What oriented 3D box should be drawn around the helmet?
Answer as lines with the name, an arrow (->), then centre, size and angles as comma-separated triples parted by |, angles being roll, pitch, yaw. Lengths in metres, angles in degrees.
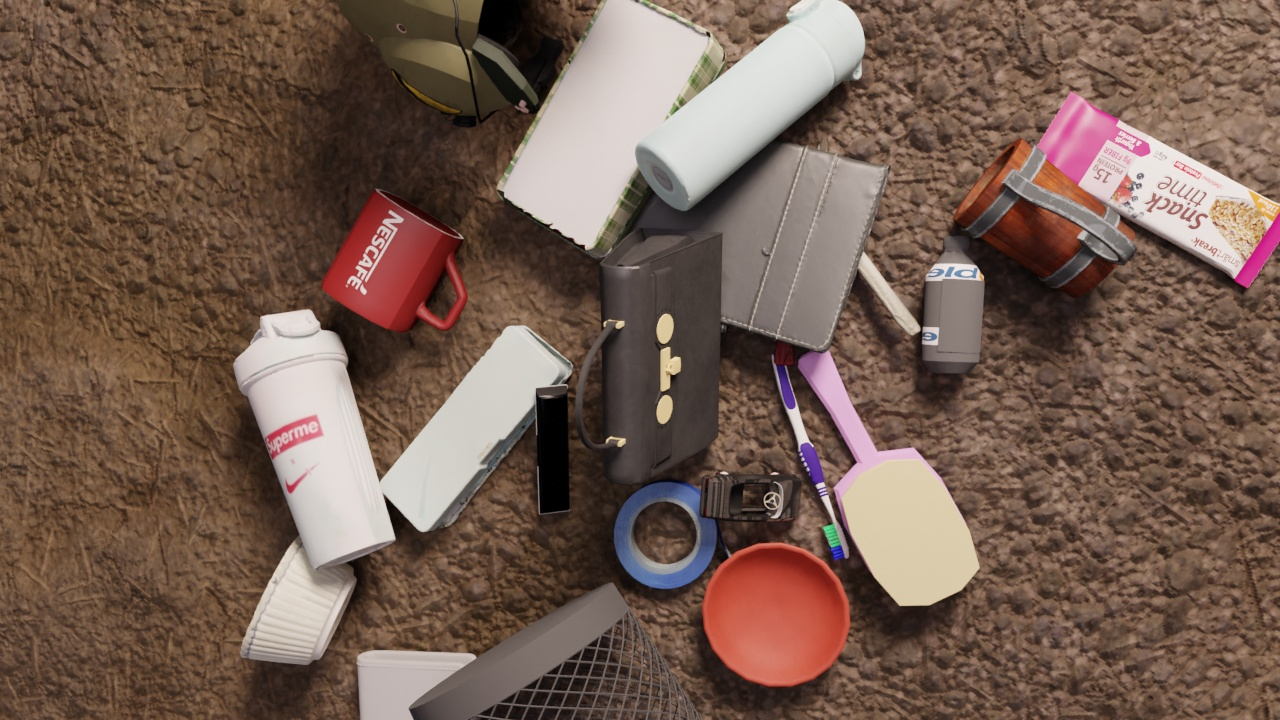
helmet -> -0.122, -0.313, 0.681 | 0.233, 0.255, 0.250 | 31, 95, 4

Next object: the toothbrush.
toothbrush -> 0.143, 0.081, 0.784 | 0.016, 0.015, 0.186 | -19, 88, 3

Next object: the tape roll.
tape roll -> 0.023, 0.152, 0.805 | 0.093, 0.016, 0.091 | -26, 88, 9

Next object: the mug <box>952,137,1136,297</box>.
mug -> 0.313, -0.107, 0.699 | 0.111, 0.117, 0.081 | 37, 97, 3

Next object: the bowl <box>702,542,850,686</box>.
bowl -> 0.115, 0.212, 0.783 | 0.122, 0.035, 0.122 | 0, 92, 9

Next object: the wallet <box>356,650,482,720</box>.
wallet -> -0.201, 0.328, 0.840 | 0.118, 0.037, 0.115 | -2, 92, 13

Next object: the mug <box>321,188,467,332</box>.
mug -> -0.202, -0.079, 0.804 | 0.116, 0.080, 0.096 | 32, 97, 0

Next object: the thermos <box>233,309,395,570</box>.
thermos -> -0.281, 0.066, 0.802 | 0.099, 0.099, 0.220 | -24, 80, 9

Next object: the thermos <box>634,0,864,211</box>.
thermos -> 0.091, -0.206, 0.728 | 0.206, 0.065, 0.078 | -41, 115, -12

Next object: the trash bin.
trash bin -> -0.045, 0.326, 0.729 | 0.218, 0.217, 0.227 | -32, 83, 9

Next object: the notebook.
notebook -> 0.081, -0.108, 0.768 | 0.209, 0.029, 0.169 | 19, 94, 19

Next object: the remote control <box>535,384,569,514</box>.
remote control -> -0.076, 0.080, 0.797 | 0.028, 0.011, 0.124 | -5, 113, -14

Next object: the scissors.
scissors -> 0.158, -0.081, 0.767 | 0.179, 0.015, 0.198 | 26, 94, 16

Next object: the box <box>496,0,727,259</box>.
box -> -0.025, -0.196, 0.771 | 0.118, 0.050, 0.205 | 32, 98, 20

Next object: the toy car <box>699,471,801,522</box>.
toy car -> 0.094, 0.115, 0.768 | 0.092, 0.037, 0.040 | 4, 91, -24

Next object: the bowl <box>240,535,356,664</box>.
bowl -> -0.299, 0.219, 0.819 | 0.062, 0.115, 0.115 | 24, 96, -7

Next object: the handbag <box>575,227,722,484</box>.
handbag -> -0.004, 0.004, 0.689 | 0.072, 0.195, 0.176 | 7, 109, 22

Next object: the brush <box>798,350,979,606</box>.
brush -> 0.196, 0.093, 0.761 | 0.089, 0.043, 0.228 | -29, 88, 9

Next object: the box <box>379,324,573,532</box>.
box -> -0.149, 0.059, 0.816 | 0.083, 0.067, 0.199 | 37, 99, -13

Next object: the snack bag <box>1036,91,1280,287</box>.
snack bag -> 0.413, -0.136, 0.730 | 0.196, 0.016, 0.070 | 32, 98, 7

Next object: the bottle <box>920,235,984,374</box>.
bottle -> 0.254, -0.045, 0.745 | 0.047, 0.047, 0.112 | 4, 93, 9
